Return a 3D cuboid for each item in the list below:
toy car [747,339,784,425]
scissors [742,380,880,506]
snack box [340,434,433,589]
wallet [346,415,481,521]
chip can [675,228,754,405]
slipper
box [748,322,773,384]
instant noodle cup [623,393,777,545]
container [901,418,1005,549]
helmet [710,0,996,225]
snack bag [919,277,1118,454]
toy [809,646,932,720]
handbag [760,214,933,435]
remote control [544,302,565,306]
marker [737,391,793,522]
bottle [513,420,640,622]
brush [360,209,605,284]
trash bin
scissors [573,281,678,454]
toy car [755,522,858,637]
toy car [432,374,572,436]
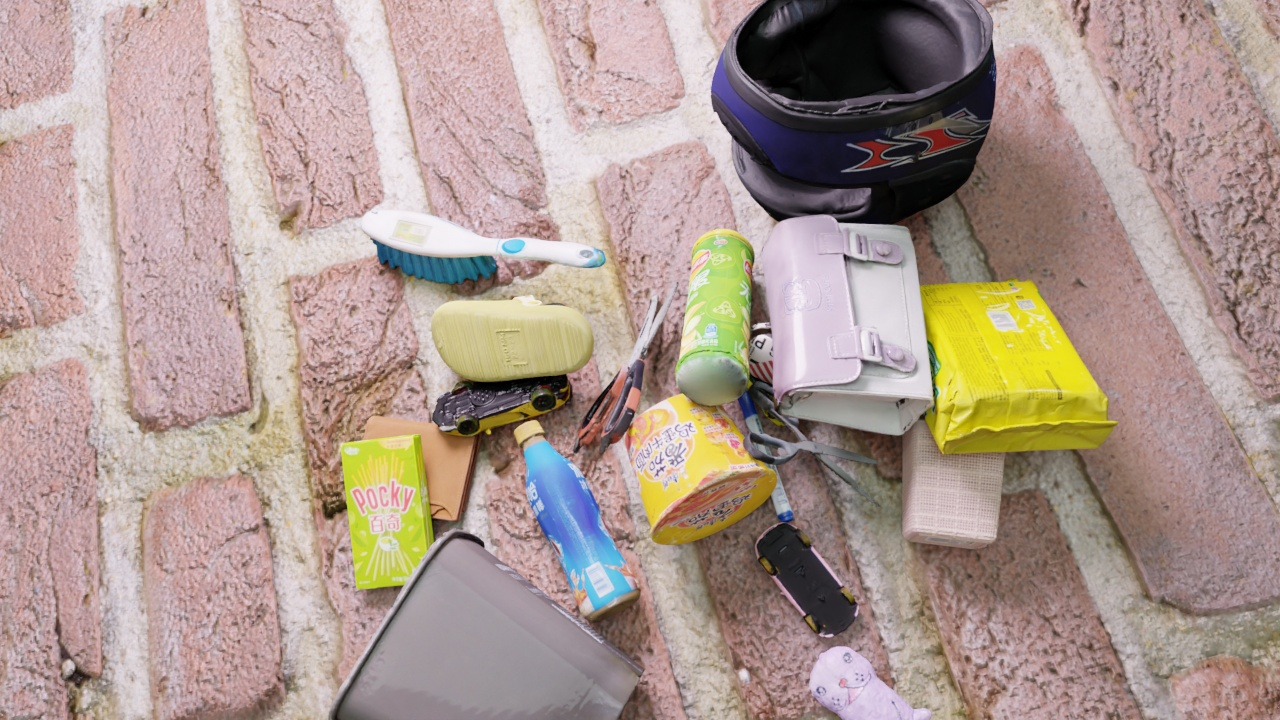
[{"bbox_3d":[0.136,0.023,0.988,0.048,0.032,0.105,-23,69,-24],"label":"toy car"},{"bbox_3d":[0.168,0.085,0.922,0.014,0.180,0.159,-52,50,35],"label":"scissors"},{"bbox_3d":[-0.267,0.160,0.974,0.086,0.026,0.156,-7,89,10],"label":"snack box"},{"bbox_3d":[-0.250,0.119,1.013,0.132,0.031,0.107,7,71,12],"label":"wallet"},{"bbox_3d":[0.080,-0.047,0.951,0.072,0.073,0.220,1,42,8],"label":"chip can"},{"bbox_3d":[-0.133,-0.027,1.000,0.191,0.081,0.092,2,110,20],"label":"slipper"},{"bbox_3d":[0.191,-0.008,0.962,0.163,0.075,0.080,17,48,0],"label":"box"},{"bbox_3d":[0.053,0.105,0.926,0.138,0.138,0.109,-25,61,-2],"label":"instant noodle cup"},{"bbox_3d":[0.306,0.124,0.905,0.090,0.090,0.110,5,75,9],"label":"container"},{"bbox_3d":[0.210,-0.247,0.956,0.314,0.241,0.247,-26,62,-21],"label":"helmet"},{"bbox_3d":[0.344,-0.007,0.901,0.158,0.068,0.246,-2,38,-1],"label":"snack bag"},{"bbox_3d":[0.208,0.324,0.873,0.084,0.039,0.108,-44,72,-2],"label":"toy"},{"bbox_3d":[0.197,-0.039,0.893,0.145,0.099,0.196,4,60,-4],"label":"handbag"},{"bbox_3d":[-0.141,-0.023,1.050,0.136,0.024,0.053,-24,71,0],"label":"remote control"},{"bbox_3d":[0.132,0.101,0.973,0.017,0.017,0.145,-18,69,1],"label":"marker"},{"bbox_3d":[-0.075,0.162,0.955,0.065,0.065,0.218,-29,69,-3],"label":"bottle"},{"bbox_3d":[-0.180,-0.123,1.045,0.315,0.109,0.060,14,70,12],"label":"brush"},{"bbox_3d":[-0.127,0.297,0.854,0.220,0.199,0.198,28,78,10],"label":"trash bin"},{"bbox_3d":[-0.013,0.014,0.987,0.015,0.189,0.222,32,105,-16],"label":"scissors"},{"bbox_3d":[0.165,0.219,0.918,0.056,0.037,0.122,-38,83,-3],"label":"toy car"},{"bbox_3d":[-0.153,0.043,1.014,0.156,0.041,0.071,-18,42,-2],"label":"toy car"}]
